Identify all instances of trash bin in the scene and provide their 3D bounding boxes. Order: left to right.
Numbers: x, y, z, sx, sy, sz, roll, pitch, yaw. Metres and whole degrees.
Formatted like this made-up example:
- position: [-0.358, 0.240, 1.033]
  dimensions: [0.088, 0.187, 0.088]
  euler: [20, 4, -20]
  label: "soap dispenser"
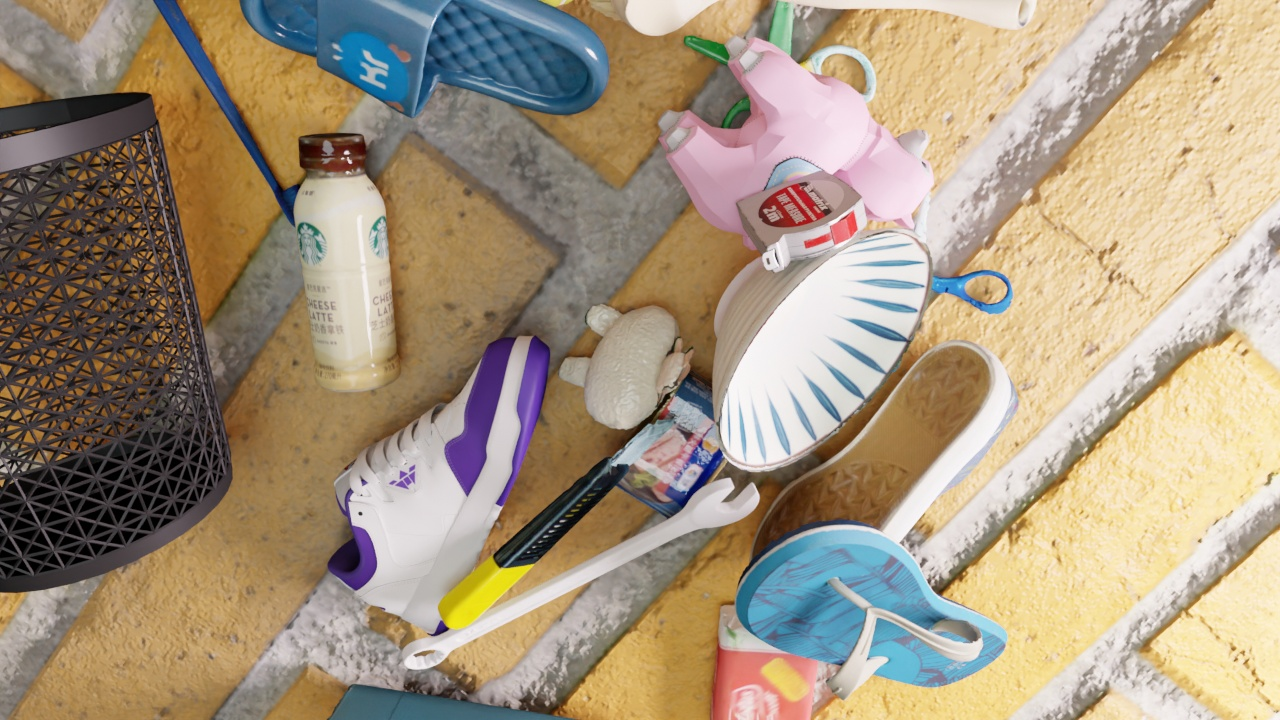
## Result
- position: [-0.363, -0.012, 0.542]
  dimensions: [0.217, 0.216, 0.243]
  euler: [-7, 115, 3]
  label: "trash bin"
- position: [-0.142, 0.360, 0.673]
  dimensions: [0.218, 0.199, 0.197]
  euler: [15, 107, 2]
  label: "trash bin"

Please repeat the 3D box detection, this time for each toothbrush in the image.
- position: [-0.263, -0.172, 0.579]
  dimensions: [0.017, 0.016, 0.190]
  euler: [-27, 106, 1]
  label: "toothbrush"

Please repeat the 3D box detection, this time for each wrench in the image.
- position: [-0.044, 0.148, 0.625]
  dimensions: [0.273, 0.009, 0.047]
  euler: [-28, 140, 7]
  label: "wrench"

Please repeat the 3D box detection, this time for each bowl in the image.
- position: [0.096, -0.021, 0.578]
  dimensions: [0.177, 0.071, 0.178]
  euler: [-27, 141, -25]
  label: "bowl"

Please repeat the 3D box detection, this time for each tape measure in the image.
- position: [0.089, -0.078, 0.510]
  dimensions: [0.062, 0.060, 0.020]
  euler: [-22, 125, 2]
  label: "tape measure"

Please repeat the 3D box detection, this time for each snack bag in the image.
- position: [0.095, 0.245, 0.706]
  dimensions: [0.077, 0.036, 0.116]
  euler: [3, 108, -1]
  label: "snack bag"

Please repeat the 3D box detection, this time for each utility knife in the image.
- position: [-0.054, 0.104, 0.602]
  dimensions: [0.203, 0.020, 0.029]
  euler: [-42, 145, 5]
  label: "utility knife"

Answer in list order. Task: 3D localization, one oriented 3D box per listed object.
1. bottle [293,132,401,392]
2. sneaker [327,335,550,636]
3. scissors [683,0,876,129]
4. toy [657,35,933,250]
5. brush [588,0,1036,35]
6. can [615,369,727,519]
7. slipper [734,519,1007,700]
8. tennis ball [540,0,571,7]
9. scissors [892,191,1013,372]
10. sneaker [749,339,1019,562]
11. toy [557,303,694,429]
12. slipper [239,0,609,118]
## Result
- position: [-0.190, -0.063, 0.593]
  dimensions: [0.056, 0.056, 0.162]
  euler: [0, 109, 0]
  label: "bottle"
- position: [-0.144, 0.074, 0.625]
  dimensions: [0.111, 0.091, 0.245]
  euler: [23, 113, -6]
  label: "sneaker"
- position: [0.088, -0.179, 0.576]
  dimensions: [0.131, 0.011, 0.126]
  euler: [7, 110, -4]
  label: "scissors"
- position: [0.097, -0.121, 0.558]
  dimensions: [0.157, 0.067, 0.123]
  euler: [36, 110, -22]
  label: "toy"
- position: [0.102, -0.215, 0.531]
  dimensions: [0.272, 0.077, 0.062]
  euler: [0, 131, -10]
  label: "brush"
- position: [0.026, 0.057, 0.634]
  dimensions: [0.059, 0.054, 0.100]
  euler: [33, 105, -8]
  label: "can"
- position: [0.165, 0.188, 0.611]
  dimensions: [0.118, 0.060, 0.294]
  euler: [-36, 134, 24]
  label: "slipper"
- position: [-0.055, -0.238, 0.528]
  dimensions: [0.065, 0.065, 0.065]
  euler: [0, 108, 0]
  label: "tennis ball"
- position: [0.190, -0.050, 0.620]
  dimensions: [0.133, 0.014, 0.127]
  euler: [4, 104, 3]
  label: "scissors"
- position: [0.174, 0.092, 0.636]
  dimensions: [0.079, 0.087, 0.236]
  euler: [22, 115, -40]
  label: "sneaker"
- position: [-0.004, 0.004, 0.603]
  dimensions: [0.112, 0.050, 0.087]
  euler: [16, 75, 35]
  label: "toy"
- position: [-0.123, -0.183, 0.529]
  dimensions: [0.213, 0.104, 0.059]
  euler: [11, 67, -9]
  label: "slipper"
